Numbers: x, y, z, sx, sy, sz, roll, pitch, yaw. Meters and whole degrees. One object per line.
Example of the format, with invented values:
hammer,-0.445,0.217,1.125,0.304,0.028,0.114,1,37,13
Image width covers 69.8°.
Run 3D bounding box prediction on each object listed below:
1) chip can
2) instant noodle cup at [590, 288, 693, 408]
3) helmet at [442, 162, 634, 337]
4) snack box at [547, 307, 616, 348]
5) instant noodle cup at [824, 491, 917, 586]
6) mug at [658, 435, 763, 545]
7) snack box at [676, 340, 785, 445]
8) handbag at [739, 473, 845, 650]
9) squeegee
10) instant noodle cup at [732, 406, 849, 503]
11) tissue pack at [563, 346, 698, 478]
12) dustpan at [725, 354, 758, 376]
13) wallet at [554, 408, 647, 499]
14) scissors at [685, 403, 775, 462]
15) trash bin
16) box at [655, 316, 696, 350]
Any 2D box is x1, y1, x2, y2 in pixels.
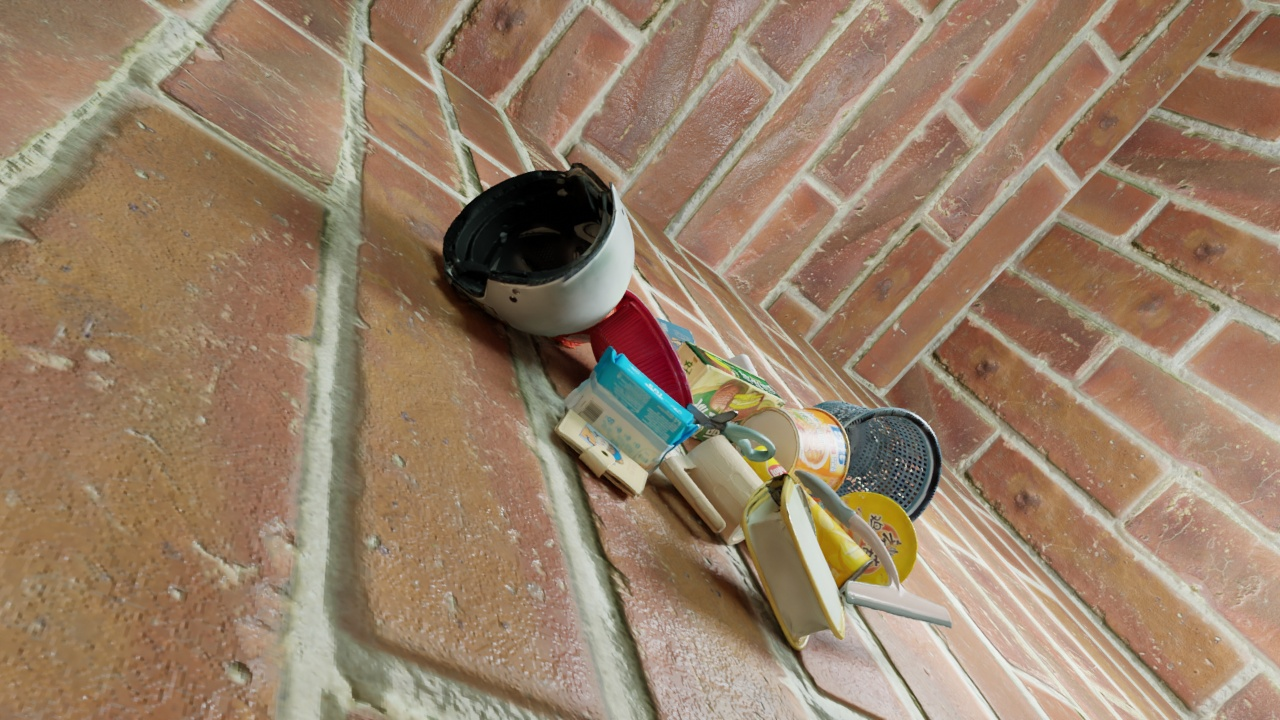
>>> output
chip can,0.211,0.213,1.231,0.213,0.072,0.072,47,15,23
instant noodle cup,-0.007,0.007,1.180,0.193,0.065,0.194,55,-17,24
helmet,-0.113,-0.122,1.150,0.274,0.229,0.157,26,-27,51
snack box,-0.079,-0.060,1.260,0.080,0.082,0.091,-2,-8,27
instant noodle cup,0.319,0.256,1.278,0.138,0.138,0.109,46,7,24
mug,0.090,0.153,1.071,0.103,0.084,0.124,49,24,26
snack box,0.108,0.059,1.354,0.240,0.115,0.063,24,22,-52
handbag,0.170,0.210,1.010,0.163,0.063,0.178,68,18,-5
squeegee,0.270,0.215,1.159,0.247,0.040,0.249,23,23,-41
instant noodle cup,0.215,0.136,1.357,0.111,0.152,0.151,15,27,-44
tissue pack,-0.011,0.061,1.060,0.140,0.090,0.063,40,12,-1
dustpan,0.162,0.104,1.600,0.222,0.139,0.273,-103,169,-71
wallet,-0.043,0.102,0.991,0.115,0.024,0.087,41,8,-3
scissors,0.096,0.095,1.145,0.179,0.171,0.019,25,62,-22
trash bin,0.362,0.165,1.569,0.226,0.226,0.195,35,1,-21
box,0.044,-0.018,1.510,0.089,0.059,0.184,20,19,-12
